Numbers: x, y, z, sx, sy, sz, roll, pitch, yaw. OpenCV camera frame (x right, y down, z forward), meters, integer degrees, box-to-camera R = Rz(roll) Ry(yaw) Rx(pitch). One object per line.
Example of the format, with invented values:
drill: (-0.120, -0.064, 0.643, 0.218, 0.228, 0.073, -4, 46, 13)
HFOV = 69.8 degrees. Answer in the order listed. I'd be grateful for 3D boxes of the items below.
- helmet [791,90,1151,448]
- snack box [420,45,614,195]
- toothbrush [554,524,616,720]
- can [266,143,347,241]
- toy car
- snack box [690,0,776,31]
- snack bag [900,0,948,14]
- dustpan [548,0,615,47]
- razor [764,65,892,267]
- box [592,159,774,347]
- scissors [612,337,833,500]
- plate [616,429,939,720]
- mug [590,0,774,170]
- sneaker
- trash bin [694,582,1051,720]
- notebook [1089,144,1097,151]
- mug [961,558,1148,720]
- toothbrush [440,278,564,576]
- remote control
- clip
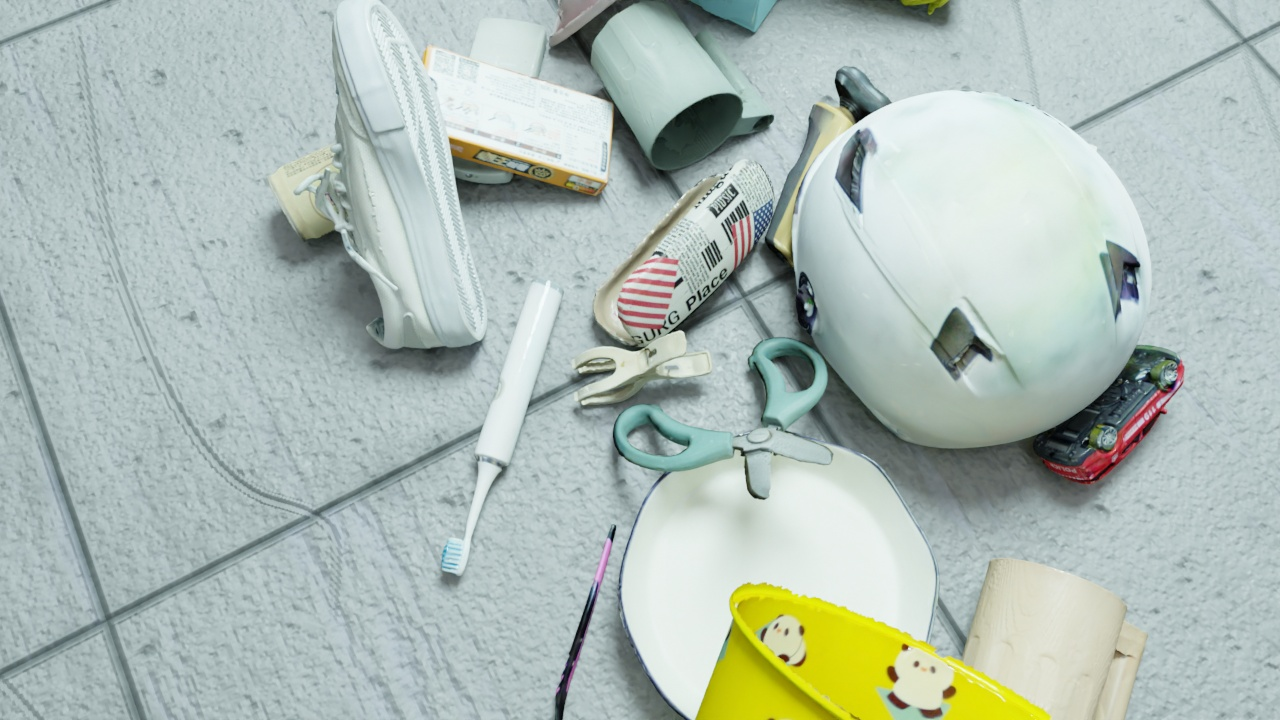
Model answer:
helmet: (0.220, -0.072, 0.605, 0.229, 0.146, 0.258, -22, 83, -1)
snack box: (-0.096, -0.183, 0.704, 0.153, 0.026, 0.075, 12, 68, -21)
toothbrush: (-0.047, 0.198, 0.606, 0.018, 0.014, 0.189, 11, 70, 16)
can: (-0.217, -0.140, 0.701, 0.116, 0.058, 0.058, -27, 73, -10)
toy car: (0.331, 0.037, 0.646, 0.120, 0.053, 0.045, -43, 116, -10)
snack box: (0.109, -0.371, 0.789, 0.074, 0.052, 0.174, 30, 72, 11)
snack bag: (0.187, -0.407, 0.738, 0.246, 0.068, 0.157, 28, 67, -34)
dustpan: (0.032, -0.376, 0.696, 0.139, 0.274, 0.222, 15, 75, -7)
razor: (0.144, -0.148, 0.710, 0.068, 0.062, 0.167, 18, 74, 37)
box: (0.037, -0.081, 0.667, 0.076, 0.087, 0.162, 42, 73, 6)
scissors: (0.072, 0.031, 0.629, 0.170, 0.019, 0.180, 9, 40, 42)
plate: (0.089, 0.149, 0.608, 0.205, 0.046, 0.204, 0, 70, 1)
mug: (0.034, -0.220, 0.728, 0.123, 0.084, 0.103, -18, 68, -35)
sneaker: (-0.179, -0.117, 0.630, 0.091, 0.242, 0.089, -7, 26, 8)
trash bin: (0.097, 0.278, 0.449, 0.229, 0.229, 0.255, 25, 93, 8)
notebook: (0.271, -0.098, 0.715, 0.146, 0.010, 0.206, 16, 71, 5)
mug: (0.263, 0.198, 0.581, 0.124, 0.084, 0.103, 31, 72, -18)
toothbrush: (-0.098, 0.044, 0.654, 0.026, 0.027, 0.220, 21, 71, -16)
remote control: (-0.118, -0.212, 0.747, 0.058, 0.021, 0.149, 10, 70, 4)
clip: (-0.001, 0.006, 0.656, 0.099, 0.066, 0.034, -15, 68, 18)
